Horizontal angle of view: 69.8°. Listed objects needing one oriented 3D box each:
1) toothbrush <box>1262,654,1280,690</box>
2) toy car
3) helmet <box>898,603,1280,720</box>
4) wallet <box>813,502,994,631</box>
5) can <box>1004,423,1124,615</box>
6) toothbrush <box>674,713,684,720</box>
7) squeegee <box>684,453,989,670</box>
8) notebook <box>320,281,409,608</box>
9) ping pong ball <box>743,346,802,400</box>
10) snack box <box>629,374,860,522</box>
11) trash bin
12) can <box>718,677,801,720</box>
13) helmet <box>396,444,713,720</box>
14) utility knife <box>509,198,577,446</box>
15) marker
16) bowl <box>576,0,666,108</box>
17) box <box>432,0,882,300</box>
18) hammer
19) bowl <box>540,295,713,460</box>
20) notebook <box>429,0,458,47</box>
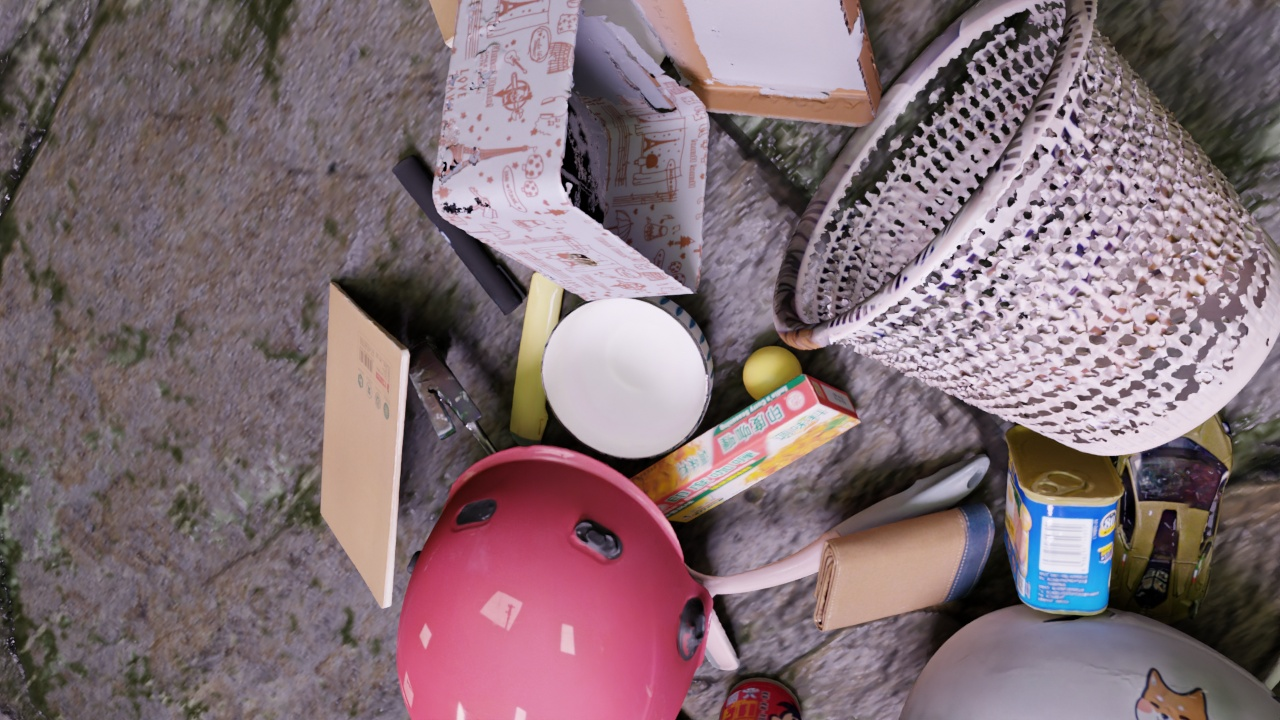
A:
[{"bbox_3d":[0.447,0.161,0.595,0.027,0.026,0.221,35,116,30],"label":"toothbrush"},{"bbox_3d":[0.337,0.099,0.596,0.070,0.042,0.158,2,107,13],"label":"toy car"},{"bbox_3d":[0.300,0.241,0.582,0.274,0.156,0.230,13,154,3],"label":"helmet"},{"bbox_3d":[0.175,0.141,0.620,0.115,0.033,0.090,-12,132,-12],"label":"wallet"},{"bbox_3d":[0.264,0.098,0.581,0.057,0.101,0.083,0,111,15],"label":"can"},{"bbox_3d":[0.019,0.299,0.755,0.212,0.026,0.027,34,101,1],"label":"toothbrush"},{"bbox_3d":[0.127,0.124,0.633,0.250,0.040,0.248,-24,128,7],"label":"squeegee"},{"bbox_3d":[-0.213,0.061,0.694,0.148,0.008,0.208,33,121,47],"label":"notebook"},{"bbox_3d":[0.090,0.010,0.627,0.040,0.040,0.040,5,110,13],"label":"ping pong ball"},{"bbox_3d":[0.068,0.064,0.634,0.156,0.077,0.027,-34,62,23],"label":"snack box"},{"bbox_3d":[0.214,-0.057,0.493,0.192,0.227,0.228,32,114,-11],"label":"trash bin"},{"bbox_3d":[0.089,0.295,0.698,0.066,0.093,0.066,4,110,12],"label":"can"},{"bbox_3d":[-0.067,0.187,0.590,0.207,0.143,0.240,10,128,12],"label":"helmet"},{"bbox_3d":[-0.072,-0.022,0.670,0.031,0.021,0.207,15,118,6],"label":"utility knife"},{"bbox_3d":[-0.130,-0.090,0.662,0.022,0.020,0.132,-36,97,6],"label":"marker"},{"bbox_3d":[-0.042,-0.219,0.561,0.118,0.118,0.064,-32,60,22],"label":"bowl"},{"bbox_3d":[0.026,-0.128,0.497,0.194,0.183,0.156,1,78,26],"label":"box"},{"bbox_3d":[-0.074,0.123,0.683,0.032,0.126,0.323,-34,106,-6],"label":"hammer"},{"bbox_3d":[-0.004,0.004,0.636,0.116,0.066,0.116,4,109,13],"label":"bowl"},{"bbox_3d":[-0.083,-0.299,0.523,0.150,0.012,0.211,-31,67,21],"label":"notebook"}]
